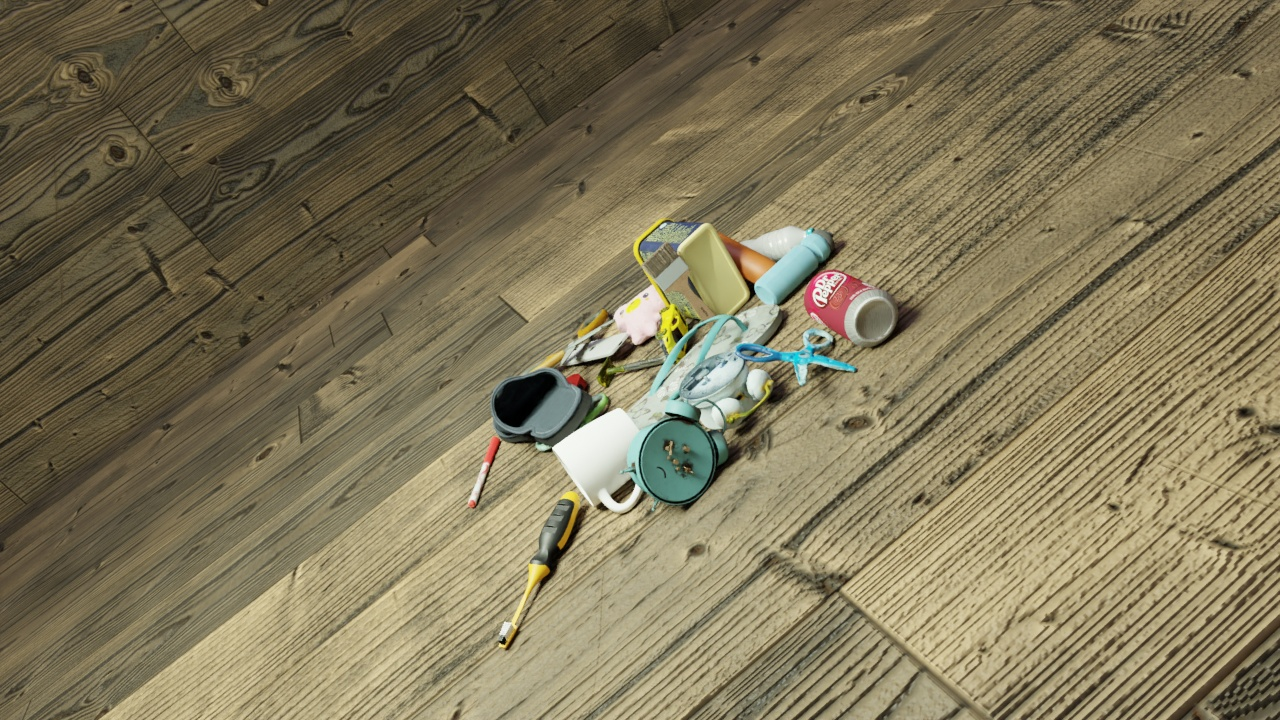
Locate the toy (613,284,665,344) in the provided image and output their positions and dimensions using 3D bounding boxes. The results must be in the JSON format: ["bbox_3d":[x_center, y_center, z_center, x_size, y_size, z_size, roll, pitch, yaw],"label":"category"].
[{"bbox_3d":[0.003,-0.062,1.311,0.103,0.050,0.093,-32,35,29],"label":"toy"}]

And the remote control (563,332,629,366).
[{"bbox_3d":[-0.067,-0.015,1.337,0.045,0.008,0.147,-50,19,-27],"label":"remote control"}]

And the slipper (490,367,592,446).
[{"bbox_3d":[-0.154,0.050,1.227,0.108,0.083,0.266,-54,20,-14],"label":"slipper"}]

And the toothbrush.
[{"bbox_3d":[-0.106,0.217,0.972,0.031,0.031,0.196,-1,43,26],"label":"toothbrush"}]

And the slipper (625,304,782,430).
[{"bbox_3d":[0.057,0.005,1.124,0.268,0.055,0.098,-41,23,-10],"label":"slipper"}]

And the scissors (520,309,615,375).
[{"bbox_3d":[-0.103,-0.024,1.374,0.226,0.016,0.229,-30,12,36],"label":"scissors"}]

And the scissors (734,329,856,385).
[{"bbox_3d":[0.166,-0.006,0.998,0.140,0.011,0.133,4,29,8],"label":"scissors"}]

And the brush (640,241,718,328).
[{"bbox_3d":[0.062,-0.086,1.169,0.045,0.143,0.008,-45,24,-1],"label":"brush"}]

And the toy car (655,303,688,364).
[{"bbox_3d":[0.045,-0.035,1.213,0.030,0.049,0.106,-22,29,20],"label":"toy car"}]

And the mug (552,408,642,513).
[{"bbox_3d":[-0.031,0.116,1.018,0.087,0.081,0.114,-35,55,-10],"label":"mug"}]

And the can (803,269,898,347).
[{"bbox_3d":[0.229,-0.059,1.009,0.063,0.063,0.114,-36,25,-3],"label":"can"}]

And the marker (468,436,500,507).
[{"bbox_3d":[-0.211,0.150,1.241,0.013,0.013,0.142,-25,27,20],"label":"marker"}]

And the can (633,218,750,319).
[{"bbox_3d":[0.070,-0.120,1.233,0.075,0.135,0.104,-43,29,-19],"label":"can"}]

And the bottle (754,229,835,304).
[{"bbox_3d":[0.204,-0.124,1.186,0.129,0.040,0.040,-42,26,-16],"label":"bottle"}]

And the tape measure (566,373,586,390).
[{"bbox_3d":[-0.096,0.042,1.280,0.059,0.019,0.051,-14,35,51],"label":"tape measure"}]

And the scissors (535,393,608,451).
[{"bbox_3d":[-0.082,0.092,1.165,0.166,0.024,0.171,-23,16,21],"label":"scissors"}]

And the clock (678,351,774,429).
[{"bbox_3d":[0.096,0.035,1.011,0.083,0.057,0.118,-41,25,-16],"label":"clock"}]

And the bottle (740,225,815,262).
[{"bbox_3d":[0.180,-0.154,1.265,0.136,0.044,0.044,-14,31,37],"label":"bottle"}]

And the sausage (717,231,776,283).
[{"bbox_3d":[0.124,-0.144,1.250,0.164,0.044,0.039,34,101,36],"label":"sausage"}]

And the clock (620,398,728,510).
[{"bbox_3d":[0.039,0.091,0.947,0.124,0.090,0.053,-45,17,-20],"label":"clock"}]

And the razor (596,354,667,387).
[{"bbox_3d":[-0.007,0.007,1.236,0.106,0.026,0.042,-13,30,32],"label":"razor"}]
